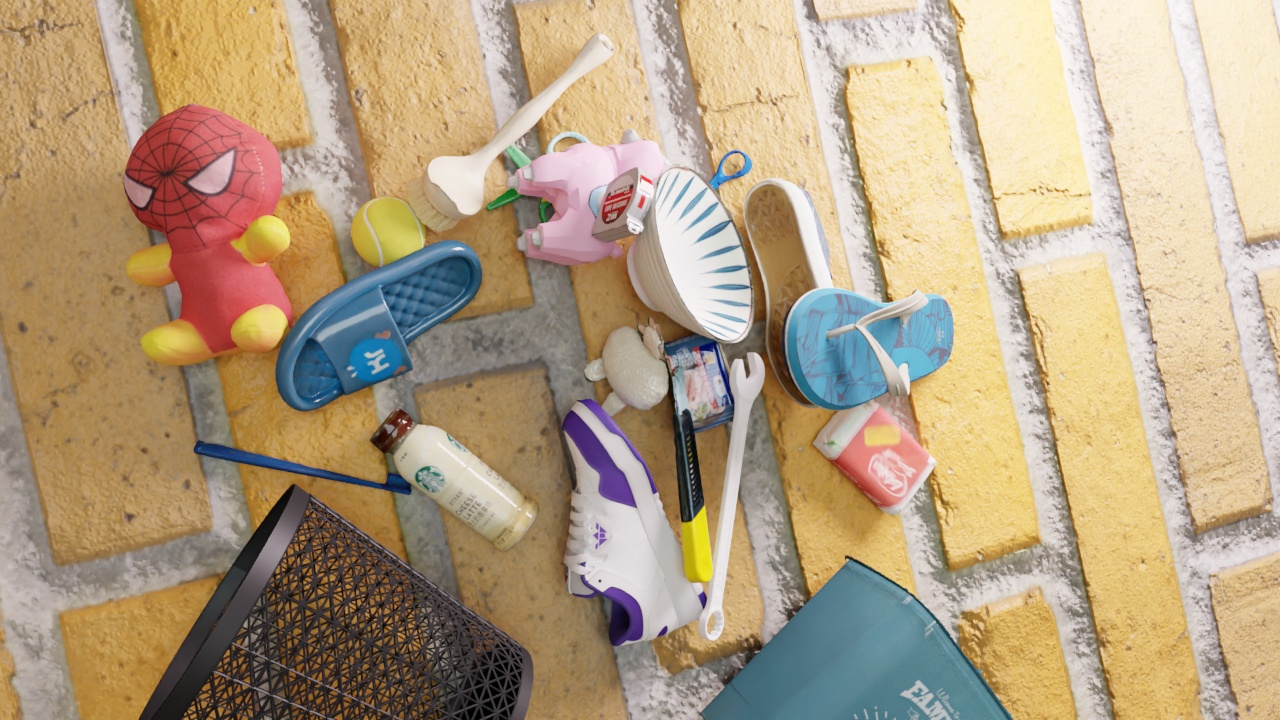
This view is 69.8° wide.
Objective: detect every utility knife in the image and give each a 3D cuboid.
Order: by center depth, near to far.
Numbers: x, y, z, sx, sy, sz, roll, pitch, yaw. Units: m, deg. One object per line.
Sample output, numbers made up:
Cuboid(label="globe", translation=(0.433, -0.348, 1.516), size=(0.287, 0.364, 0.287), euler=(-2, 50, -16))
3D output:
Cuboid(label="utility knife", translation=(0.045, 0.103, 0.852), size=(0.028, 0.020, 0.203), euler=(10, 72, -55))

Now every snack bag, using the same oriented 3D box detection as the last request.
Cuboid(label="snack bag", translation=(0.246, 0.097, 0.961), size=(0.116, 0.036, 0.077), euler=(43, 77, -9))

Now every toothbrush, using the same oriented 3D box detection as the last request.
Cuboid(label="toothbrush", translation=(-0.301, 0.096, 0.828), size=(0.190, 0.016, 0.017), euler=(13, 76, -14))

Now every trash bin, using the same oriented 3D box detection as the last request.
Cuboid(label="trash bin", translation=(-0.234, 0.256, 0.747), size=(0.243, 0.217, 0.216), euler=(34, 79, -17))
Cuboid(label="trash bin", translation=(0.195, 0.338, 0.863), size=(0.218, 0.199, 0.196), euler=(-38, 96, -7))

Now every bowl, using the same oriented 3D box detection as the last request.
Cuboid(label="bowl", translation=(0.036, -0.092, 0.879), size=(0.177, 0.071, 0.177), euler=(33, 48, -46))

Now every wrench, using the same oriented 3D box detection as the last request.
Cuboid(label="wrench", translation=(0.085, 0.126, 0.869), size=(0.047, 0.009, 0.273), euler=(18, 79, -48))

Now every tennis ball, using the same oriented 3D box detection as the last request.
Cuboid(label="tennis ball", translation=(-0.228, -0.116, 0.833), size=(0.065, 0.065, 0.065), euler=(1, 87, -15))

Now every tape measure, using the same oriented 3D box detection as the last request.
Cuboid(label="tape measure", translation=(-0.013, -0.138, 0.820), size=(0.020, 0.060, 0.062), euler=(23, 75, -30))

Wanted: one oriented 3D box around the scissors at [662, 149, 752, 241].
Cuboid(label="scissors", translation=(0.069, -0.170, 0.943), size=(0.127, 0.014, 0.133), euler=(42, 82, -5))

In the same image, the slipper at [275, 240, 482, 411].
Cuboid(label="slipper", translation=(-0.226, -0.032, 0.811), size=(0.213, 0.104, 0.059), euler=(-39, 55, -19))

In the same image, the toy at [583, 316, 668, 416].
Cuboid(label="toy", translation=(-0.005, 0.005, 0.879), size=(0.112, 0.050, 0.087), euler=(-44, 62, 25))

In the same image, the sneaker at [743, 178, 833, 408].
Cuboid(label="sneaker", translation=(0.172, -0.071, 0.934), size=(0.079, 0.088, 0.235), euler=(-18, 97, -47))

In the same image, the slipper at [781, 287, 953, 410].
Cuboid(label="slipper", translation=(0.244, -0.014, 0.893), size=(0.294, 0.060, 0.118), euler=(-8, 103, -43))

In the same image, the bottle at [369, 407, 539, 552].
Cuboid(label="bottle", translation=(-0.171, 0.107, 0.840), size=(0.162, 0.056, 0.056), euler=(40, 78, -10))

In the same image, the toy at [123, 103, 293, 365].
Cuboid(label="toy", translation=(-0.362, -0.107, 0.779), size=(0.147, 0.099, 0.216), euler=(-7, 89, 2))

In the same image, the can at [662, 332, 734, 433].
Cuboid(label="can", translation=(0.055, 0.022, 0.907), size=(0.059, 0.054, 0.100), euler=(-17, 91, -13))

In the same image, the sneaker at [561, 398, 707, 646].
Cuboid(label="sneaker", translation=(-0.034, 0.160, 0.859), size=(0.111, 0.092, 0.244), euler=(-28, 100, -14))

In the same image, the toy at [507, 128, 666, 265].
Cuboid(label="toy", translation=(-0.043, -0.156, 0.875), size=(0.157, 0.067, 0.123), euler=(-11, 94, -26))

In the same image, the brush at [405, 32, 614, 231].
Cuboid(label="brush", translation=(-0.115, -0.222, 0.865), size=(0.271, 0.077, 0.062), euler=(-50, 121, -22))

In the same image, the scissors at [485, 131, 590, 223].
Cuboid(label="scissors", translation=(-0.095, -0.179, 0.899), size=(0.131, 0.011, 0.125), euler=(-44, 99, -15))
